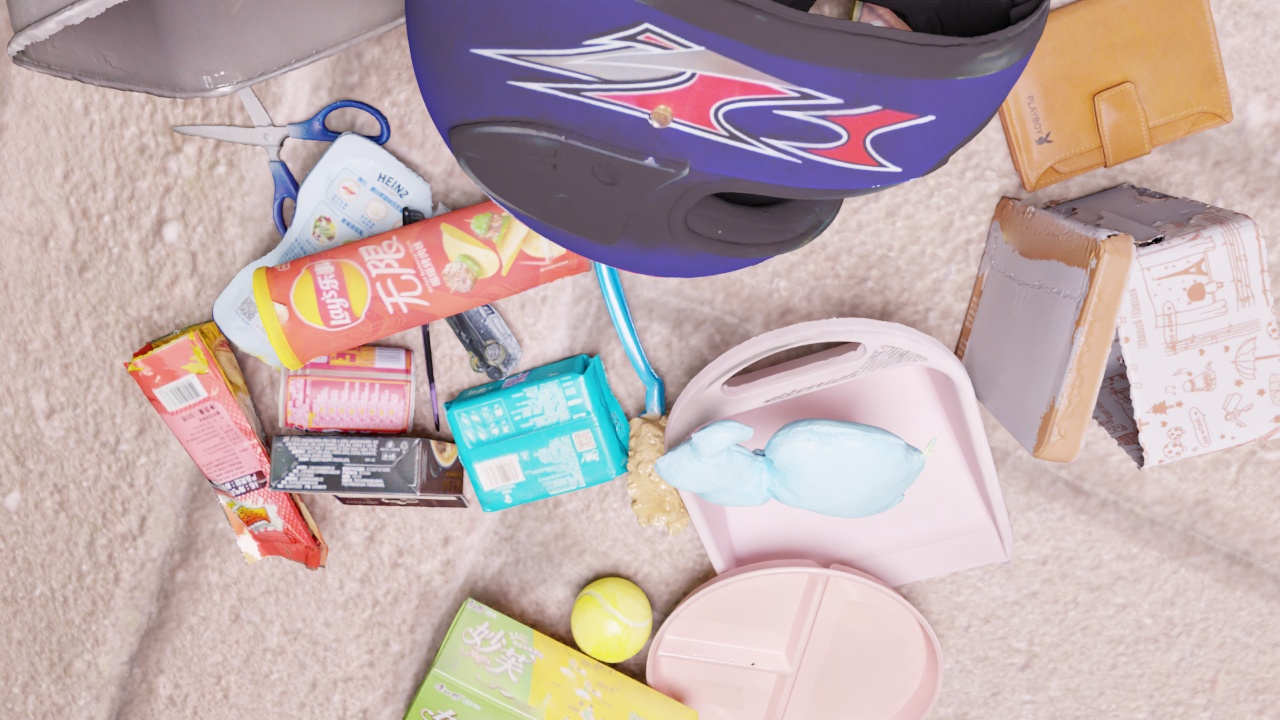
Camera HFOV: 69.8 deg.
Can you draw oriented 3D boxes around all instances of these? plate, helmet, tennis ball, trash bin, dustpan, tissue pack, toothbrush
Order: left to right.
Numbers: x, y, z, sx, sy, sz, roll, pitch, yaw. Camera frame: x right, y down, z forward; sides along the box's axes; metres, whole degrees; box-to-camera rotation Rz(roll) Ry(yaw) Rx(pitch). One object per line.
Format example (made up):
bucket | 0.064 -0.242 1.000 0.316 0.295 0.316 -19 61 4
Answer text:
trash bin | -0.274 -0.297 0.543 0.199 0.198 0.220 -16 96 12
toothbrush | -0.160 -0.026 0.689 0.016 0.014 0.189 -12 122 -19
tissue pack | -0.076 0.055 0.700 0.133 0.050 0.093 -16 103 12
tennis ball | -0.023 0.207 0.733 0.065 0.065 0.065 2 108 7
helmet | 0.027 -0.162 0.515 0.315 0.246 0.241 25 147 6
plate | 0.119 0.243 0.724 0.229 0.028 0.230 2 119 3
dustpan | 0.132 0.089 0.637 0.223 0.138 0.273 -20 103 13

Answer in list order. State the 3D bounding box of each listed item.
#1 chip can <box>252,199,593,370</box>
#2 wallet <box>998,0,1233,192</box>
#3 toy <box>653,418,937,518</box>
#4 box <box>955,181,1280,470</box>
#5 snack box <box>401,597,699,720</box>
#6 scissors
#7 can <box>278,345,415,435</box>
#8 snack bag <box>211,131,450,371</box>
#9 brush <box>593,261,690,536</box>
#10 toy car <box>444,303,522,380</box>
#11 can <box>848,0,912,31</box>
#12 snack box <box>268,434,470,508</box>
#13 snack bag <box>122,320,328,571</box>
chip can | -0.144 -0.061 0.624 0.216 0.073 0.073 -20 105 -10
wallet | 0.297 -0.179 0.587 0.132 0.031 0.108 -18 103 14
toy | 0.102 0.066 0.571 0.157 0.049 0.161 -17 146 30
box | 0.266 -0.025 0.560 0.148 0.180 0.146 -18 104 13
snack box | -0.080 0.299 0.741 0.210 0.069 0.158 27 132 -2
scissors | -0.262 -0.159 0.678 0.162 0.012 0.175 -15 104 13
can | -0.218 0.022 0.684 0.093 0.066 0.066 3 109 -18
snack bag | -0.224 -0.070 0.680 0.110 0.038 0.191 38 109 -20
brush | -0.004 0.004 0.670 0.046 0.083 0.255 -12 98 21
toy car | -0.123 -0.027 0.686 0.034 0.043 0.090 -39 97 -25
can | 0.175 -0.214 0.578 0.083 0.057 0.102 11 109 6
snack box | -0.201 0.087 0.705 0.113 0.125 0.053 1 82 7
snack bag | -0.322 0.074 0.725 0.129 0.073 0.208 -8 110 41
